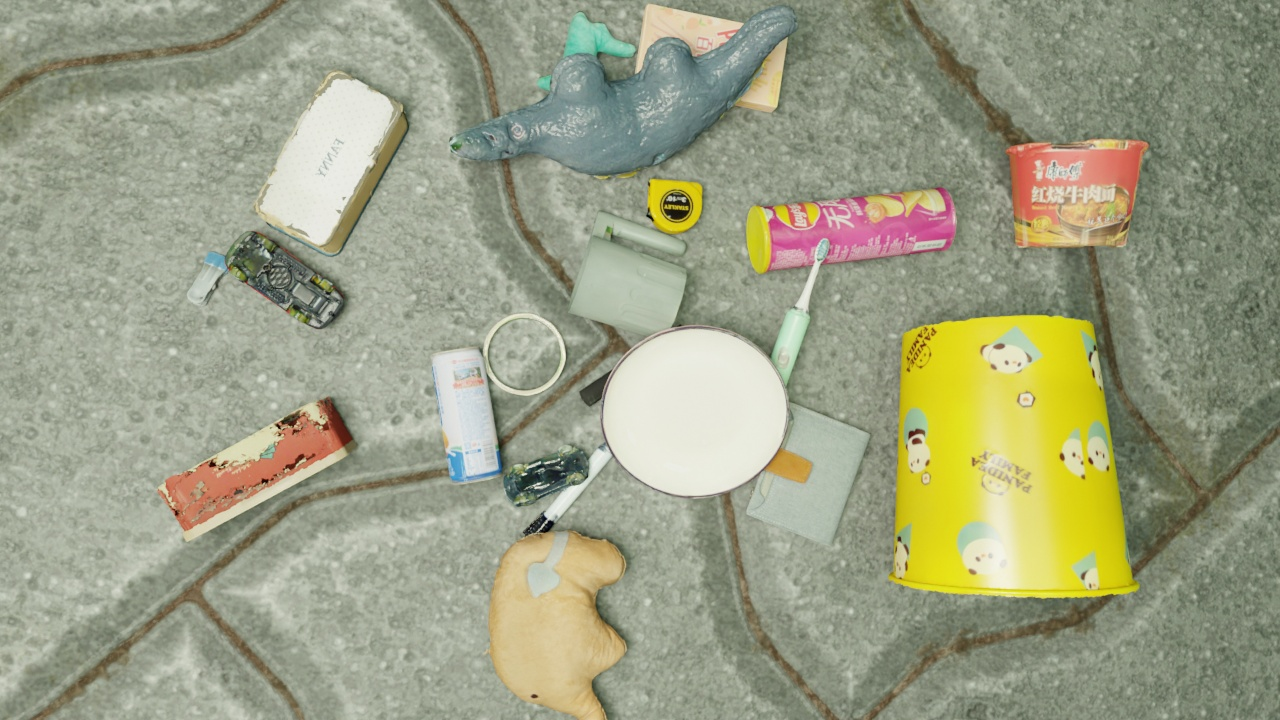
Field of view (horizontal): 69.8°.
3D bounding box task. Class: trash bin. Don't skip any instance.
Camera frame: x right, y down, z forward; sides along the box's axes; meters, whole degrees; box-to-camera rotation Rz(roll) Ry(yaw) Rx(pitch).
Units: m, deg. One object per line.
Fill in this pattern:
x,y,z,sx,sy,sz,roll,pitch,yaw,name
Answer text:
0.363,0.095,0.922,0.229,0.230,0.255,1,83,-7,trash bin

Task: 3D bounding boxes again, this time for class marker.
-0.006,0.006,0.970,0.132,0.020,0.022,-34,48,-7,marker
-0.075,0.138,0.960,0.022,0.018,0.130,39,85,5,marker

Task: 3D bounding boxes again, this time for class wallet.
0.179,0.120,0.983,0.106,0.037,0.129,22,86,-7,wallet

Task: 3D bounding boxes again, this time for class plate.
0.055,0.050,0.945,0.192,0.039,0.193,0,112,1,plate

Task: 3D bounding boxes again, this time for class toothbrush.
0.156,-0.020,0.957,0.026,0.027,0.225,19,103,4,toothbrush

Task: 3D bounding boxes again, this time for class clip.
-0.433,-0.081,0.921,0.024,0.029,0.056,25,75,-8,clip

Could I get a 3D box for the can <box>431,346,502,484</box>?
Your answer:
-0.176,0.055,0.931,0.053,0.053,0.134,-9,90,-8,can

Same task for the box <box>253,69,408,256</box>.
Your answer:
-0.310,-0.190,0.918,0.090,0.059,0.184,30,87,-5,box

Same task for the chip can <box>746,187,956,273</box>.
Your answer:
0.223,-0.140,0.978,0.210,0.071,0.071,-7,90,-8,chip can

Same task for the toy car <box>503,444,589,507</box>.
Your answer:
-0.096,0.121,0.946,0.090,0.034,0.043,-23,60,-6,toy car

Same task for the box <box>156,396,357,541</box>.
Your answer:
-0.371,0.095,0.886,0.168,0.091,0.077,-29,96,-7,box

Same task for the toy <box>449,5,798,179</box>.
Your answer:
-0.013,-0.250,0.921,0.356,0.138,0.091,-19,62,-1,toy

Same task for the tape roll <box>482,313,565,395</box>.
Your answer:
-0.121,-0.007,0.959,0.085,0.014,0.086,0,89,-7,tape roll

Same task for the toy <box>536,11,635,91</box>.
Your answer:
-0.055,-0.319,0.967,0.096,0.030,0.092,10,90,-13,toy

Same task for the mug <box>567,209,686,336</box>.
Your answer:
-0.010,-0.090,0.949,0.103,0.084,0.123,18,62,-8,mug

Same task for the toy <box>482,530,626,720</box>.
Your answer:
-0.085,0.284,0.925,0.143,0.082,0.226,-1,91,0,toy

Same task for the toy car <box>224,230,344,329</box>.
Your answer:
-0.354,-0.079,0.915,0.120,0.045,0.053,38,82,-10,toy car

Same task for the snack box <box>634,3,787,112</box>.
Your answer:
0.075,-0.323,0.985,0.157,0.026,0.084,9,88,-7,snack box

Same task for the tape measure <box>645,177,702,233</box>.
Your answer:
0.036,-0.163,0.975,0.060,0.029,0.057,2,87,-7,tape measure

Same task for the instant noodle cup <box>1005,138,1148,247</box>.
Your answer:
0.463,-0.175,0.984,0.138,0.138,0.108,-2,97,-7,instant noodle cup
